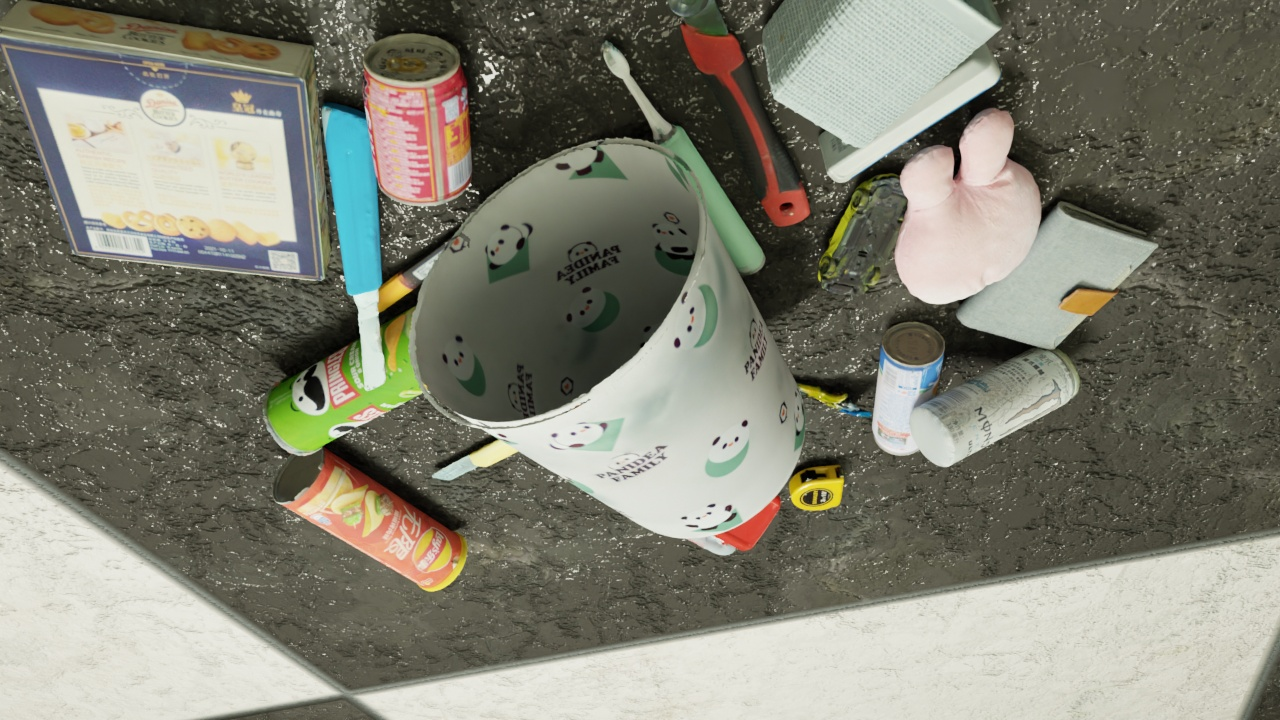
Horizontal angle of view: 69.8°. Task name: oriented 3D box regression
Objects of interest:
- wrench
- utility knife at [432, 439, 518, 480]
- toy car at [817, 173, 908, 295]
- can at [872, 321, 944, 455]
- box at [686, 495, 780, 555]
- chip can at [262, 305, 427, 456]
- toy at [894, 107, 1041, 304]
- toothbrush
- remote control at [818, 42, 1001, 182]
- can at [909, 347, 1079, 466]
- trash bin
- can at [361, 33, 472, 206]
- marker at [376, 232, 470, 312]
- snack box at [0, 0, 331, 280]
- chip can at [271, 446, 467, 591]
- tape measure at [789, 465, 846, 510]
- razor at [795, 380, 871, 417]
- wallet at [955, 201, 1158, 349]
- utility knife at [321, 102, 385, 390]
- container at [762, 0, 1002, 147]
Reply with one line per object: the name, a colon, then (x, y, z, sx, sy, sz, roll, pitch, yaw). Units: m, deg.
wrench: (0.057, -0.187, 0.623, 0.056, 0.016, 0.273, -22, 134, 21)
utility knife: (-0.130, 0.082, 0.913, 0.202, 0.021, 0.031, -31, 126, 20)
toy car: (0.174, -0.099, 0.715, 0.048, 0.032, 0.105, 8, 126, -19)
can: (0.244, 0.029, 0.844, 0.053, 0.053, 0.135, -6, 138, 4)
box: (0.035, 0.131, 0.961, 0.201, 0.100, 0.110, 32, 93, -30)
chip can: (-0.217, 0.006, 0.786, 0.236, 0.072, 0.072, -26, 133, 23)
toy: (0.242, -0.111, 0.678, 0.121, 0.054, 0.159, -31, 136, -2)
toothbrush: (0.034, -0.140, 0.667, 0.026, 0.027, 0.224, -32, 132, 11)
remote control: (0.179, -0.172, 0.622, 0.125, 0.049, 0.024, -33, 128, 29)
can: (0.314, 0.039, 0.815, 0.146, 0.058, 0.058, -24, 140, -15)
trash bin: (-0.004, 0.004, 0.693, 0.230, 0.229, 0.252, -20, 141, 19)
can: (-0.147, -0.159, 0.608, 0.066, 0.066, 0.094, 2, 138, -5)
marker: (-0.177, -0.074, 0.741, 0.124, 0.015, 0.018, -30, 133, 24)
snack box: (-0.314, -0.142, 0.636, 0.178, 0.045, 0.183, 6, 137, -9)
chip can: (-0.279, 0.168, 0.964, 0.073, 0.073, 0.216, -25, 133, 23)
tape measure: (0.187, 0.134, 0.977, 0.057, 0.028, 0.060, -6, 138, 2)
razor: (0.145, 0.029, 0.866, 0.142, 0.022, 0.043, 12, 180, -10)
wallet: (0.345, -0.063, 0.759, 0.106, 0.036, 0.130, 15, 136, -17)
utility knife: (-0.210, -0.075, 0.689, 0.034, 0.018, 0.235, 0, 121, -8)
container: (0.138, -0.203, 0.559, 0.090, 0.089, 0.112, 22, 136, -25)
